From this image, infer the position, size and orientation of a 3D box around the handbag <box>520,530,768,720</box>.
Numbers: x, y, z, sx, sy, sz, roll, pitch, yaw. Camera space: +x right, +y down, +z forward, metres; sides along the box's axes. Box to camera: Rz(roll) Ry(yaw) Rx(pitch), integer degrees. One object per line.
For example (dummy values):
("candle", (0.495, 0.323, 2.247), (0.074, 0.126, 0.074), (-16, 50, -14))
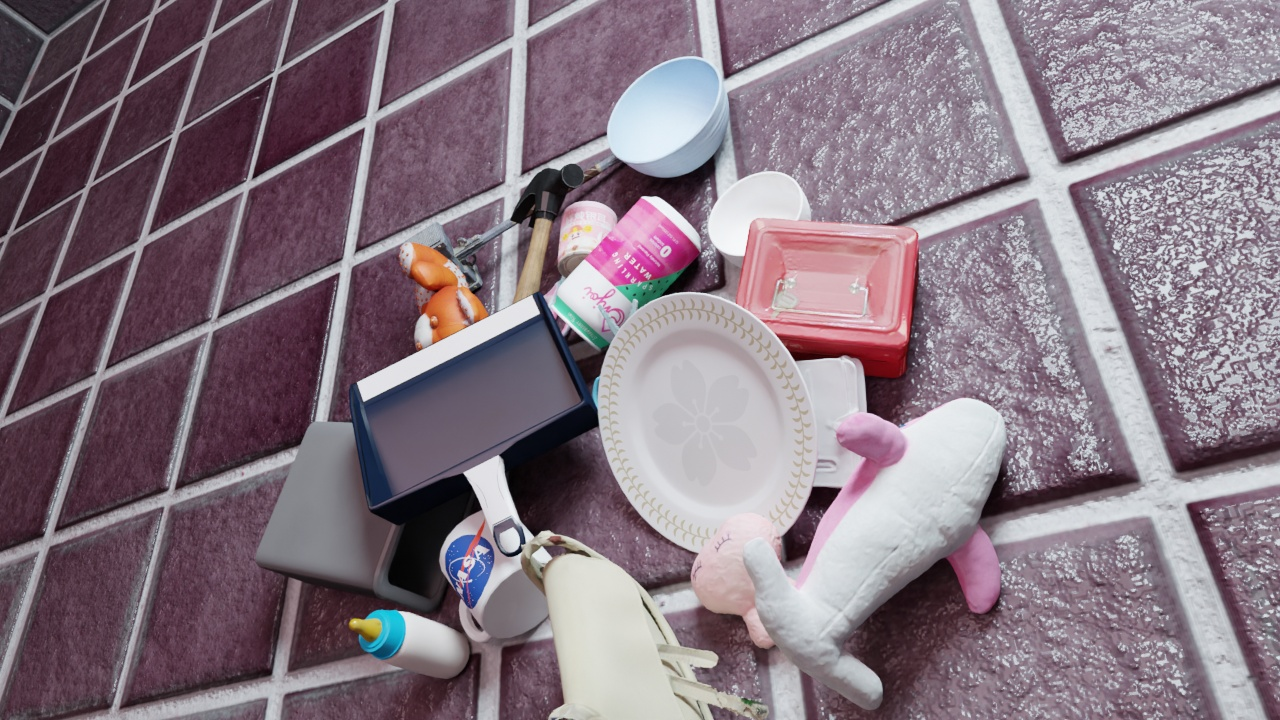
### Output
("handbag", (-0.003, 0.250, 0.740), (0.132, 0.184, 0.229), (-37, 32, 7))

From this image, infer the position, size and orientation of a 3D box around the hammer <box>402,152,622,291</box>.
("hammer", (-0.136, -0.190, 1.157), (0.322, 0.098, 0.044), (-30, 50, 5))

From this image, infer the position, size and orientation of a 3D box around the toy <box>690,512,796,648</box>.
("toy", (0.093, 0.187, 0.777), (0.105, 0.053, 0.109), (47, 124, 28))

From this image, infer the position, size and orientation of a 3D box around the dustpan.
("dustpan", (-0.163, 0.074, 0.909), (0.236, 0.080, 0.273), (-27, 68, 0))

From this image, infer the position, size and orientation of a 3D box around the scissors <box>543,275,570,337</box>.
("scissors", (-0.095, -0.092, 1.105), (0.077, 0.017, 0.174), (3, 67, 38))

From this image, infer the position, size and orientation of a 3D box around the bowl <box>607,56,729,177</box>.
("bowl", (0.043, -0.273, 1.077), (0.151, 0.074, 0.150), (-17, 56, 26))

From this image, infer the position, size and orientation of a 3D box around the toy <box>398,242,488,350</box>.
("toy", (-0.230, -0.046, 1.081), (0.092, 0.164, 0.172), (-17, 36, -22))

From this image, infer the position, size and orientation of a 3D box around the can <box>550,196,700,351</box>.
("can", (-0.015, -0.095, 1.002), (0.166, 0.088, 0.088), (-47, 48, 2))

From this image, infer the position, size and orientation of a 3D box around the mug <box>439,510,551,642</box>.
("mug", (-0.144, 0.221, 0.906), (0.090, 0.091, 0.121), (39, 107, 42))

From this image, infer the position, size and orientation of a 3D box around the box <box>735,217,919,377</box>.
("box", (0.168, -0.058, 0.832), (0.158, 0.087, 0.129), (6, 65, 18))

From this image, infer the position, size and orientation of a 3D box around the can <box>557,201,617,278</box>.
("can", (-0.062, -0.138, 1.073), (0.067, 0.067, 0.076), (-14, 58, 27))

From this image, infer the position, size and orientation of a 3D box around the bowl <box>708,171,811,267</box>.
("bowl", (0.128, -0.139, 0.954), (0.105, 0.054, 0.104), (-15, 58, 25))

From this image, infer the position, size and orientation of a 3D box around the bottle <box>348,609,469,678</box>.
("bottle", (-0.228, 0.272, 0.890), (0.051, 0.146, 0.051), (-17, 55, 26))

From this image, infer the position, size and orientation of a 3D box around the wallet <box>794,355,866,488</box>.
("wallet", (0.156, 0.056, 0.802), (0.086, 0.032, 0.116), (-8, 89, 38))

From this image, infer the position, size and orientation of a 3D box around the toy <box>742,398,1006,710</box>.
("toy", (0.185, 0.131, 0.716), (0.265, 0.186, 0.128), (-42, 5, -23))

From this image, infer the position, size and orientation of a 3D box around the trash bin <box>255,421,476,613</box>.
("trash bin", (-0.306, 0.169, 1.040), (0.220, 0.097, 0.191), (-1, 63, 35))

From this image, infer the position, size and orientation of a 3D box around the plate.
("plate", (0.056, 0.059, 0.830), (0.243, 0.016, 0.243), (10, 106, 39))

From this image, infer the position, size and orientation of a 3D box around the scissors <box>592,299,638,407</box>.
("scissors", (-0.004, 0.006, 0.949), (0.126, 0.015, 0.136), (22, 117, 22))

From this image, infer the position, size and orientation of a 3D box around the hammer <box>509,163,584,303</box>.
("hammer", (-0.135, -0.072, 1.065), (0.132, 0.040, 0.305), (0, 76, 63))
